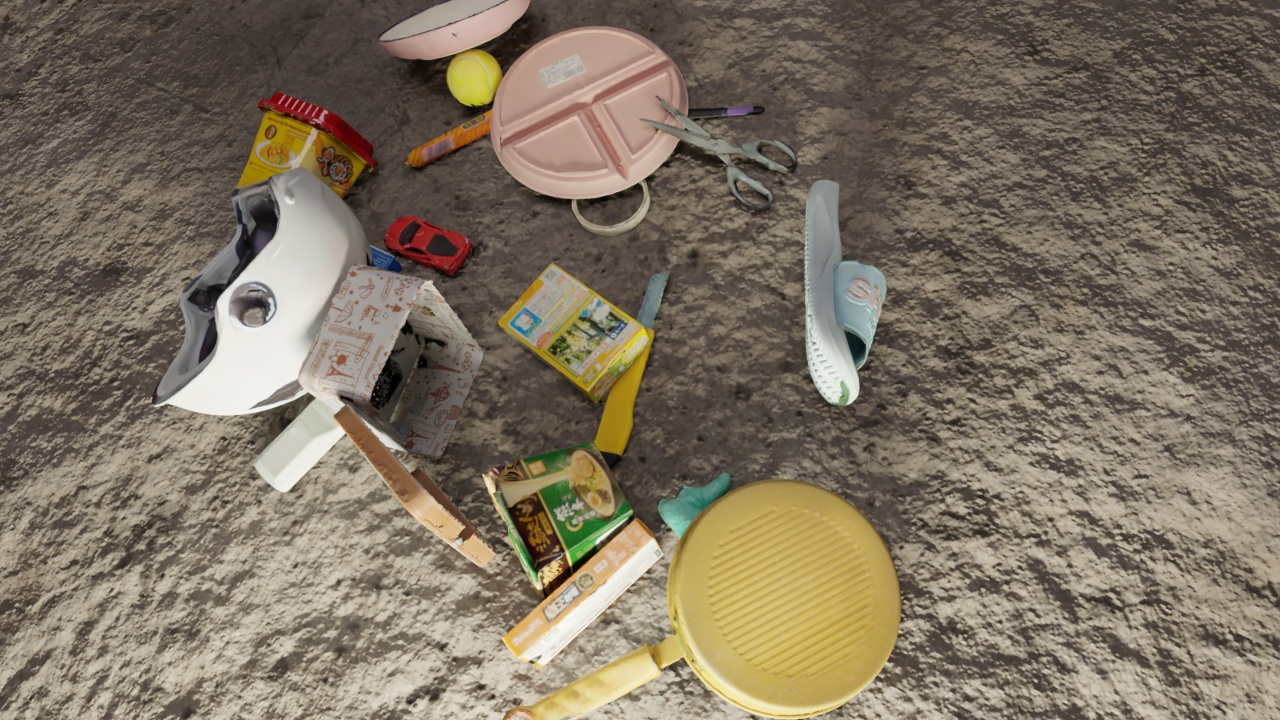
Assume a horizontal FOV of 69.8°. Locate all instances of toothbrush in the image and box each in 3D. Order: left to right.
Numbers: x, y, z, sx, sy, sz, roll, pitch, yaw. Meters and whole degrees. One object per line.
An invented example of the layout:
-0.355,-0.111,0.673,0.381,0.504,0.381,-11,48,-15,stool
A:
0.045,-0.280,1.040,0.189,0.017,0.014,-1,76,8,toothbrush

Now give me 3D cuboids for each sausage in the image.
-0.202,-0.268,1.076,0.165,0.021,0.021,-28,64,-3,sausage

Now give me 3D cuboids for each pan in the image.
0.049,0.232,0.771,0.357,0.078,0.197,-22,71,-14,pan

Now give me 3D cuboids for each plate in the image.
-0.216,-0.399,1.092,0.192,0.039,0.192,-15,31,9,plate
-0.061,-0.286,1.034,0.230,0.028,0.229,-3,68,8,plate

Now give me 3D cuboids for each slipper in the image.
0.193,-0.067,0.873,0.074,0.104,0.244,-1,60,8,slipper

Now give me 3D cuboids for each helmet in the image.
-0.350,-0.053,0.895,0.229,0.145,0.258,0,68,55,helmet

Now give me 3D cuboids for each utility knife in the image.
-0.005,0.005,0.921,0.033,0.015,0.222,11,69,16,utility knife

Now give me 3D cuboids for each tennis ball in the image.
-0.195,-0.332,1.079,0.065,0.065,0.065,-4,66,9,tennis ball

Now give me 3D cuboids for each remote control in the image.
-0.341,0.076,0.948,0.049,0.024,0.124,37,77,22,remote control

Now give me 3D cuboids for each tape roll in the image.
-0.033,-0.177,1.008,0.086,0.014,0.085,-4,66,8,tape roll

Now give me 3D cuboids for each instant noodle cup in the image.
-0.386,-0.220,1.046,0.116,0.116,0.123,23,83,19,instant noodle cup

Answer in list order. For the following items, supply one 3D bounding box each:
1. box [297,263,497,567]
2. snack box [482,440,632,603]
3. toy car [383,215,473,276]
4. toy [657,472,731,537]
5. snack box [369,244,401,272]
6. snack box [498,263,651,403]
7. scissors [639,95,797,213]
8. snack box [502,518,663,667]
-0.216,0.055,0.849,0.136,0.180,0.269,-15,63,3,box
-0.067,0.142,0.826,0.105,0.118,0.117,-25,64,-13,snack box
-0.239,-0.130,1.018,0.106,0.031,0.049,23,71,21,toy car
0.059,0.150,0.838,0.096,0.030,0.092,-40,69,-11,toy
-0.341,-0.062,1.007,0.084,0.026,0.157,25,73,20,snack box
-0.068,-0.030,0.930,0.140,0.034,0.087,35,79,31,snack box
0.088,-0.229,0.988,0.164,0.014,0.164,-15,76,-7,scissors
-0.046,0.205,0.807,0.153,0.075,0.026,-41,67,-9,snack box
